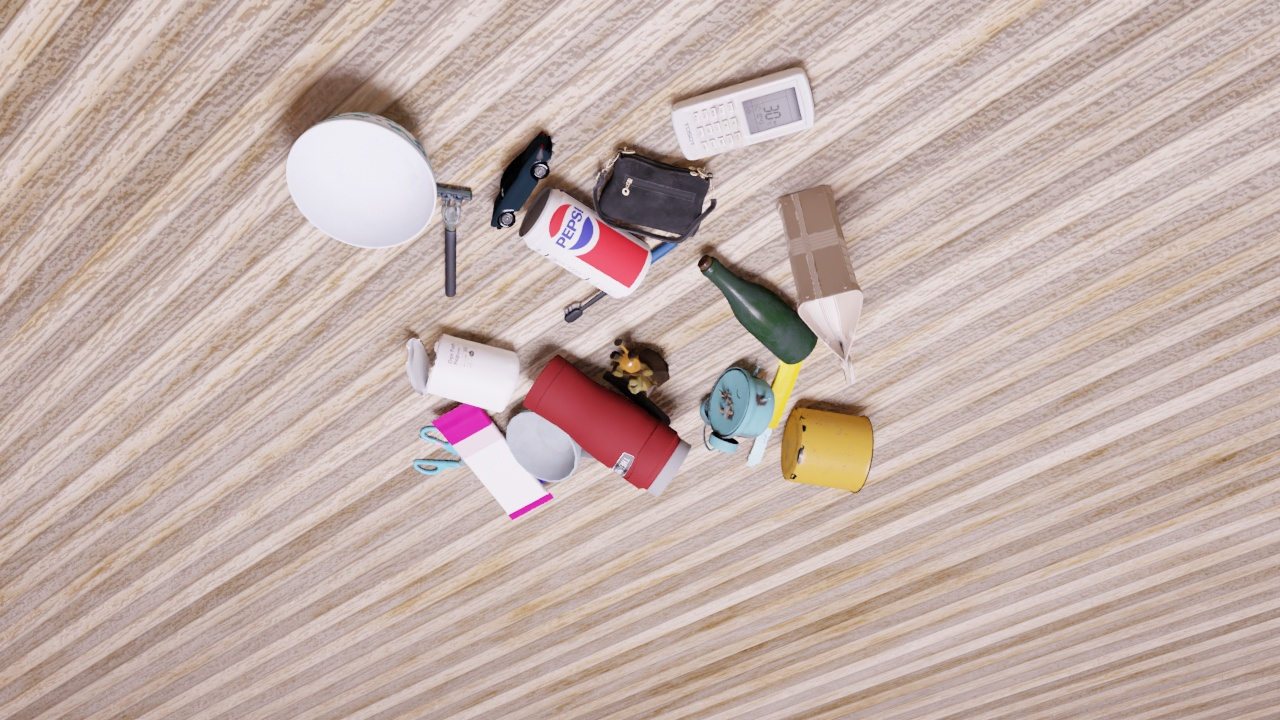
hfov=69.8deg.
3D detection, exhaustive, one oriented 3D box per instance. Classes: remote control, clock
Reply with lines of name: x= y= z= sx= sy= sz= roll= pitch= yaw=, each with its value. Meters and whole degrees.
remote control: x=0.101 y=-0.243 z=0.906 sx=0.139 sy=0.025 sz=0.060 roll=-13 pitch=131 yaw=12
clock: x=0.117 y=0.066 z=1.145 sx=0.053 sy=0.090 sz=0.124 roll=15 pitch=130 yaw=-26

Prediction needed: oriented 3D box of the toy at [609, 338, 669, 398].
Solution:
toy: x=-0.006 y=0.006 z=1.104 sx=0.076 sy=0.062 sz=0.100 roll=-2 pitch=153 yaw=26

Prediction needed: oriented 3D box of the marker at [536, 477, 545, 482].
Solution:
marker: x=-0.188 y=0.129 z=1.249 sx=0.141 sy=0.020 sz=0.020 roll=29 pitch=126 yaw=-24

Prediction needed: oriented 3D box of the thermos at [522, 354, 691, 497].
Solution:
thermos: x=-0.035 y=0.071 z=1.123 sx=0.198 sy=0.107 sz=0.084 roll=34 pitch=141 yaw=2

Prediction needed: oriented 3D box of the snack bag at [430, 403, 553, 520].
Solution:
snack bag: x=-0.195 y=0.134 z=1.229 sx=0.070 sy=0.016 sz=0.196 roll=-28 pitch=120 yaw=8

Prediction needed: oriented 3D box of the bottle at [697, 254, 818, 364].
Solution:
bottle: x=0.130 y=-0.063 z=1.050 sx=0.055 sy=0.055 sz=0.174 roll=-36 pitch=121 yaw=28

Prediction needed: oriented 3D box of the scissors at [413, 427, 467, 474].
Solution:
scissors: x=-0.256 y=0.144 z=1.267 sx=0.140 sy=0.015 sz=0.111 roll=36 pitch=123 yaw=-21

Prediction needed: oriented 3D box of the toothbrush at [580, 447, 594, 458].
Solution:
toothbrush: x=-0.062 y=0.123 z=1.242 sx=0.185 sy=0.022 sz=0.024 roll=-4 pitch=132 yaw=3

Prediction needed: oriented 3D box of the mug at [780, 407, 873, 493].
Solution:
mug: x=0.234 y=0.115 z=1.189 sx=0.094 sy=0.100 sz=0.124 roll=9 pitch=172 yaw=-5

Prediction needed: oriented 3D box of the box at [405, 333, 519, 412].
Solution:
box: x=-0.222 y=0.014 z=1.108 sx=0.143 sy=0.080 sz=0.090 roll=17 pitch=146 yaw=-13

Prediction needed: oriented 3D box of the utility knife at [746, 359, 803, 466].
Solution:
utility knife: x=0.171 y=0.062 z=1.186 sx=0.030 sy=0.019 sz=0.224 roll=12 pitch=127 yaw=-2

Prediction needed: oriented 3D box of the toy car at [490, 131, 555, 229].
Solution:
toy car: x=-0.125 y=-0.185 z=0.947 sx=0.034 sy=0.046 sz=0.112 roll=26 pitch=126 yaw=-23

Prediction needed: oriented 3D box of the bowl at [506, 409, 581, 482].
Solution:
bowl: x=-0.120 y=0.104 z=1.197 sx=0.106 sy=0.039 sz=0.106 roll=14 pitch=123 yaw=22

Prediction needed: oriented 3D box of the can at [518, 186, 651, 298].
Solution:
can: x=-0.058 y=-0.126 z=0.983 sx=0.132 sy=0.070 sz=0.070 roll=29 pitch=126 yaw=-24

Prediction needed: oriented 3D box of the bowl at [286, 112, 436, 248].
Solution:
bowl: x=-0.272 y=-0.193 z=0.922 sx=0.144 sy=0.074 sz=0.144 roll=0 pitch=132 yaw=0

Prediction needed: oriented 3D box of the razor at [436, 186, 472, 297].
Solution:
razor: x=-0.210 y=-0.126 z=1.016 sx=0.043 sy=0.022 sz=0.145 roll=7 pitch=132 yaw=-5

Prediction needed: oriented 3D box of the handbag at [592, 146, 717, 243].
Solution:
handbag: x=0.016 y=-0.173 z=0.953 sx=0.128 sy=0.054 sz=0.079 roll=12 pitch=127 yaw=-8

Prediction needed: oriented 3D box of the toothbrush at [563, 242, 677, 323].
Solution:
toothbrush: x=-0.025 y=-0.091 z=1.050 sx=0.168 sy=0.014 sz=0.014 roll=-34 pitch=135 yaw=23

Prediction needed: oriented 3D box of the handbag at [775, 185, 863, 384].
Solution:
handbag: x=0.204 y=-0.053 z=0.980 sx=0.062 sy=0.175 sz=0.198 roll=-14 pitch=133 yaw=12
